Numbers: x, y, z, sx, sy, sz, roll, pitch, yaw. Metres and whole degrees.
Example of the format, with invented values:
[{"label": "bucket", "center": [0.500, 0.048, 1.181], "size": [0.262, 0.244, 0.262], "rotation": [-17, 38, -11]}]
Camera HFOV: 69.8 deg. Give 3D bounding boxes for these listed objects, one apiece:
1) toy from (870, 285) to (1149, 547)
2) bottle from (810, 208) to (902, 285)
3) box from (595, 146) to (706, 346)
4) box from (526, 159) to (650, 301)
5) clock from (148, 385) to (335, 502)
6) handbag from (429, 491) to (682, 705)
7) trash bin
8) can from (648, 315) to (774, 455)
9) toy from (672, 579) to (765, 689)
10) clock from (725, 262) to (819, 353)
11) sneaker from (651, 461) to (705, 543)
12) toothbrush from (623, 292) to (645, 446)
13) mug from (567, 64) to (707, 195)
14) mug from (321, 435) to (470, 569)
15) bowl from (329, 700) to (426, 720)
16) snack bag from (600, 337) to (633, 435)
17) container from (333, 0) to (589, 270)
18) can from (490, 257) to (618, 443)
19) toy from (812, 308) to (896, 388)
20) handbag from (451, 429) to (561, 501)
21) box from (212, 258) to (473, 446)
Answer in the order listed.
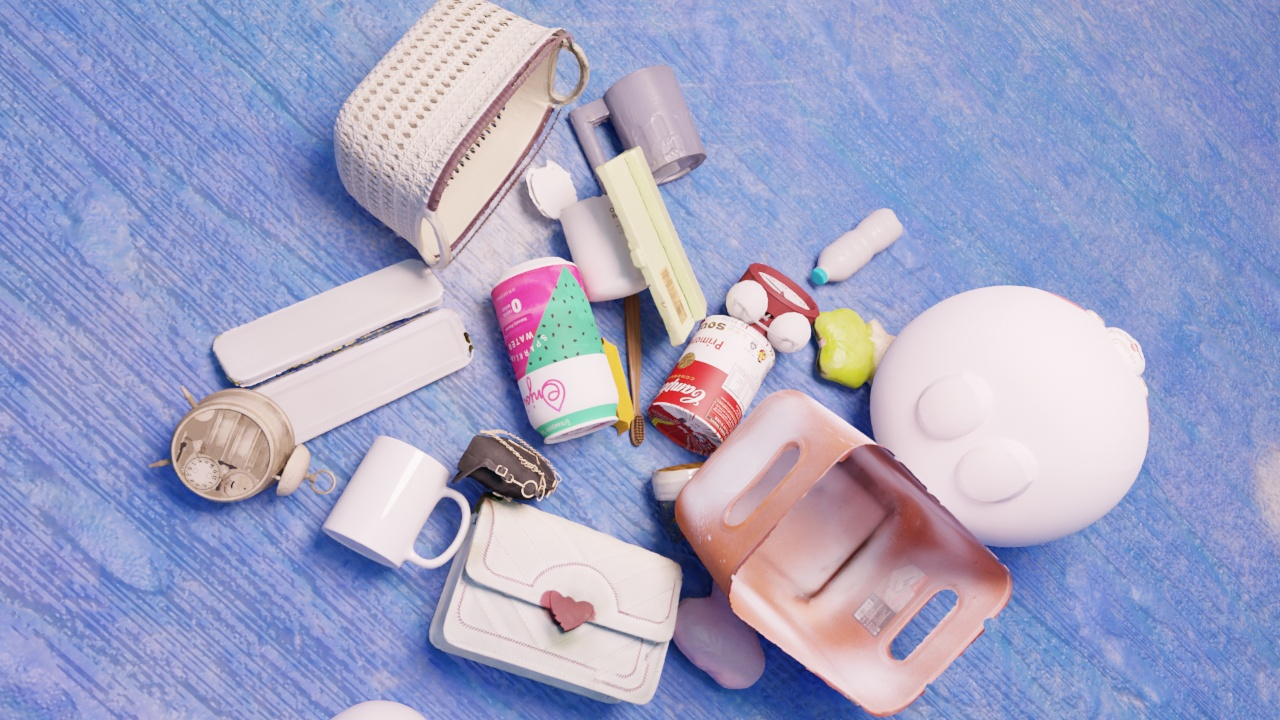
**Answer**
[{"label": "toy", "center": [0.387, 0.049, 0.950], "size": [0.279, 0.267, 0.262], "rotation": [-18, 74, -49]}, {"label": "bottle", "center": [0.249, -0.129, 1.067], "size": [0.136, 0.044, 0.044], "rotation": [-36, 89, -26]}, {"label": "box", "center": [0.016, -0.118, 0.912], "size": [0.030, 0.138, 0.187], "rotation": [-20, 103, 17]}, {"label": "box", "center": [-0.050, -0.140, 0.932], "size": [0.084, 0.095, 0.165], "rotation": [-18, 91, -45]}, {"label": "clock", "center": [-0.323, 0.080, 0.761], "size": [0.141, 0.054, 0.093], "rotation": [23, 94, -9]}, {"label": "handbag", "center": [-0.070, 0.212, 0.815], "size": [0.198, 0.096, 0.141], "rotation": [21, 67, -12]}, {"label": "trash bin", "center": [0.175, 0.167, 0.833], "size": [0.259, 0.157, 0.181], "rotation": [40, 93, -29]}, {"label": "can", "center": [0.073, 0.025, 0.931], "size": [0.086, 0.087, 0.116], "rotation": [36, 66, -8]}, {"label": "toy", "center": [0.083, 0.257, 0.888], "size": [0.108, 0.053, 0.104], "rotation": [43, 53, -4]}, {"label": "clock", "center": [0.139, -0.055, 0.966], "size": [0.096, 0.048, 0.137], "rotation": [36, 23, 0]}, {"label": "sneaker", "center": [0.126, 0.134, 0.924], "size": [0.235, 0.088, 0.079], "rotation": [-5, 87, -21]}, {"label": "toothbrush", "center": [-0.006, 0.006, 0.946], "size": [0.016, 0.016, 0.166], "rotation": [4, 73, -21]}, {"label": "mug", "center": [-0.002, -0.244, 0.993], "size": [0.124, 0.084, 0.104], "rotation": [-23, 85, -1]}, {"label": "mug", "center": [-0.203, 0.131, 0.797], "size": [0.110, 0.074, 0.090], "rotation": [27, 66, -2]}, {"label": "bowl", "center": [-0.215, 0.338, 0.747], "size": [0.114, 0.051, 0.114], "rotation": [6, 72, -19]}, {"label": "snack bag", "center": [-0.027, 0.025, 0.926], "size": [0.020, 0.026, 0.099], "rotation": [-8, 76, -29]}, {"label": "container", "center": [-0.171, -0.221, 0.864], "size": [0.143, 0.185, 0.251], "rotation": [32, 66, 0]}, {"label": "can", "center": [-0.081, -0.010, 0.881], "size": [0.088, 0.088, 0.166], "rotation": [-14, 80, -24]}, {"label": "toy", "center": [0.248, -0.012, 1.034], "size": [0.117, 0.043, 0.092], "rotation": [5, 70, -23]}, {"label": "handbag", "center": [-0.115, 0.101, 0.820], "size": [0.079, 0.128, 0.054], "rotation": [30, 87, 7]}, {"label": "box", "center": [-0.267, -0.011, 0.841], "size": [0.209, 0.046, 0.128], "rotation": [-27, 82, -25]}]
